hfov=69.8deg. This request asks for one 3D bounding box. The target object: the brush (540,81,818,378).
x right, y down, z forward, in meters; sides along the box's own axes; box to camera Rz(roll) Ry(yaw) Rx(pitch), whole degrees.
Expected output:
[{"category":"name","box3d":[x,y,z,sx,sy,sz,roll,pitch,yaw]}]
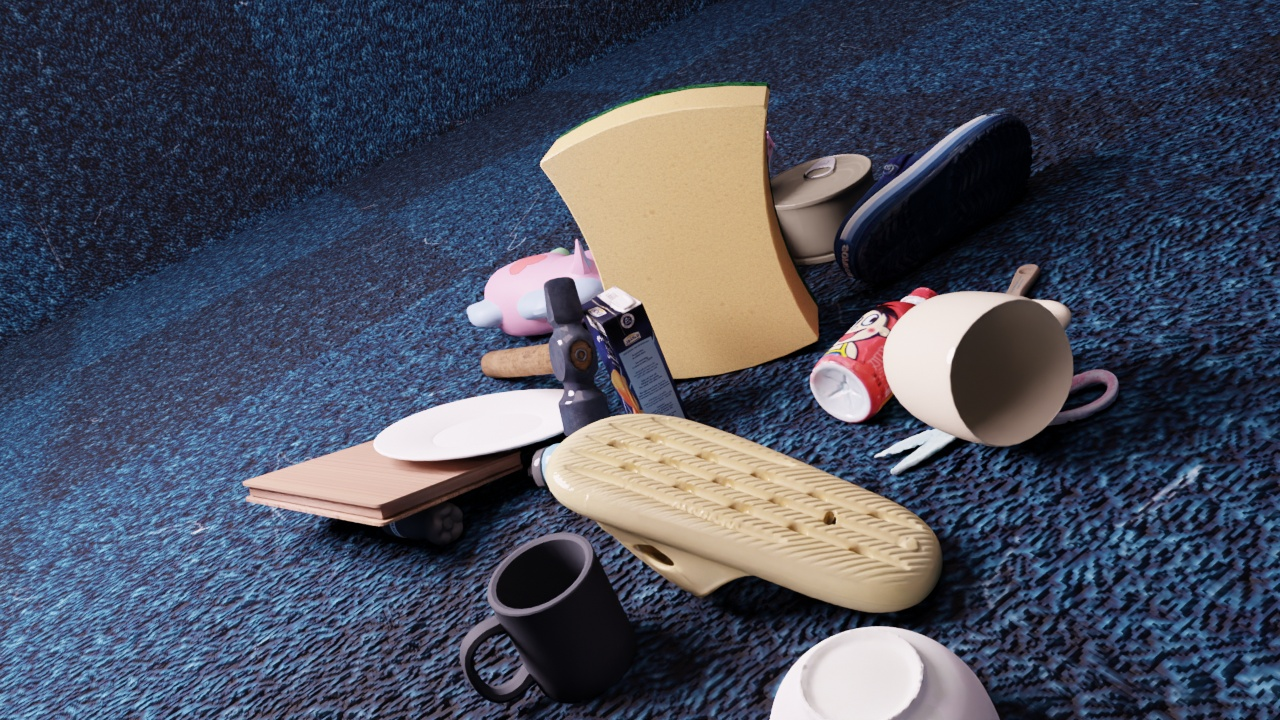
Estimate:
[{"category":"brush","box3d":[0.043,-0.111,0.829,0.195,0.250,0.075,-10,28,16]}]

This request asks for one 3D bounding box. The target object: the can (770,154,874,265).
[{"category":"can","box3d":[0.200,-0.167,1.013,0.128,0.073,0.127,-18,26,9]}]

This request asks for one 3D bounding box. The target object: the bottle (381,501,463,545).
[{"category":"bottle","box3d":[-0.200,0.136,0.797,0.110,0.036,0.036,0,34,39]}]

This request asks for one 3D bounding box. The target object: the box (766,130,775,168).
[{"category":"box","box3d":[0.063,-0.158,0.956,0.086,0.105,0.230,5,67,32]}]

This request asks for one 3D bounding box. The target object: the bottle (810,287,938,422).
[{"category":"bottle","box3d":[0.197,-0.012,0.735,0.062,0.062,0.137,8,40,46]}]

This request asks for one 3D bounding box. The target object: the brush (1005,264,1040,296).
[{"category":"brush","box3d":[0.303,-0.040,0.760,0.039,0.012,0.150,0,33,39]}]

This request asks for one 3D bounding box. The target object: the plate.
[{"category":"plate","box3d":[-0.144,0.063,0.866,0.208,0.015,0.208,-8,12,2]}]

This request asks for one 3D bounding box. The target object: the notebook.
[{"category":"notebook","box3d":[-0.232,0.103,0.838,0.211,0.022,0.168,0,11,39]}]

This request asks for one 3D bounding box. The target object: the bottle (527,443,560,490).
[{"category":"bottle","box3d":[-0.036,0.084,0.763,0.130,0.040,0.040,-11,28,23]}]

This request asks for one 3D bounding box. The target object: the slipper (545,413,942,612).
[{"category":"slipper","box3d":[0.062,0.109,0.603,0.262,0.079,0.111,16,39,25]}]

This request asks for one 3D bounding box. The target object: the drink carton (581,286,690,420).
[{"category":"drink carton","box3d":[-0.005,0.005,0.785,0.040,0.130,0.064,-30,26,-13]}]

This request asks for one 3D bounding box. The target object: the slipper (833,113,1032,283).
[{"category":"slipper","box3d":[0.283,-0.171,0.915,0.252,0.105,0.095,-34,35,-17]}]

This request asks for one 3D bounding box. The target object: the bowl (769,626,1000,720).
[{"category":"bowl","box3d":[0.114,0.174,0.445,0.113,0.063,0.113,-19,26,9]}]

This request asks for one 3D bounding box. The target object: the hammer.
[{"category":"hammer","box3d":[-0.108,-0.001,0.887,0.040,0.129,0.322,-12,3,-22]}]

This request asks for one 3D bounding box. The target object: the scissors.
[{"category":"scissors","box3d":[0.250,0.043,0.643,0.178,0.016,0.105,-29,27,-13]}]

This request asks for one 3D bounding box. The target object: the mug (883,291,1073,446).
[{"category":"mug","box3d":[0.229,-0.005,0.626,0.120,0.096,0.100,-36,17,-10]}]

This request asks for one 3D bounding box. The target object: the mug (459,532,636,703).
[{"category":"mug","box3d":[-0.062,0.170,0.576,0.105,0.077,0.071,-32,27,-18]}]

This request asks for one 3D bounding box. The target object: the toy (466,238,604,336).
[{"category":"toy","box3d":[-0.109,-0.074,1.056,0.222,0.120,0.171,-18,17,8]}]
